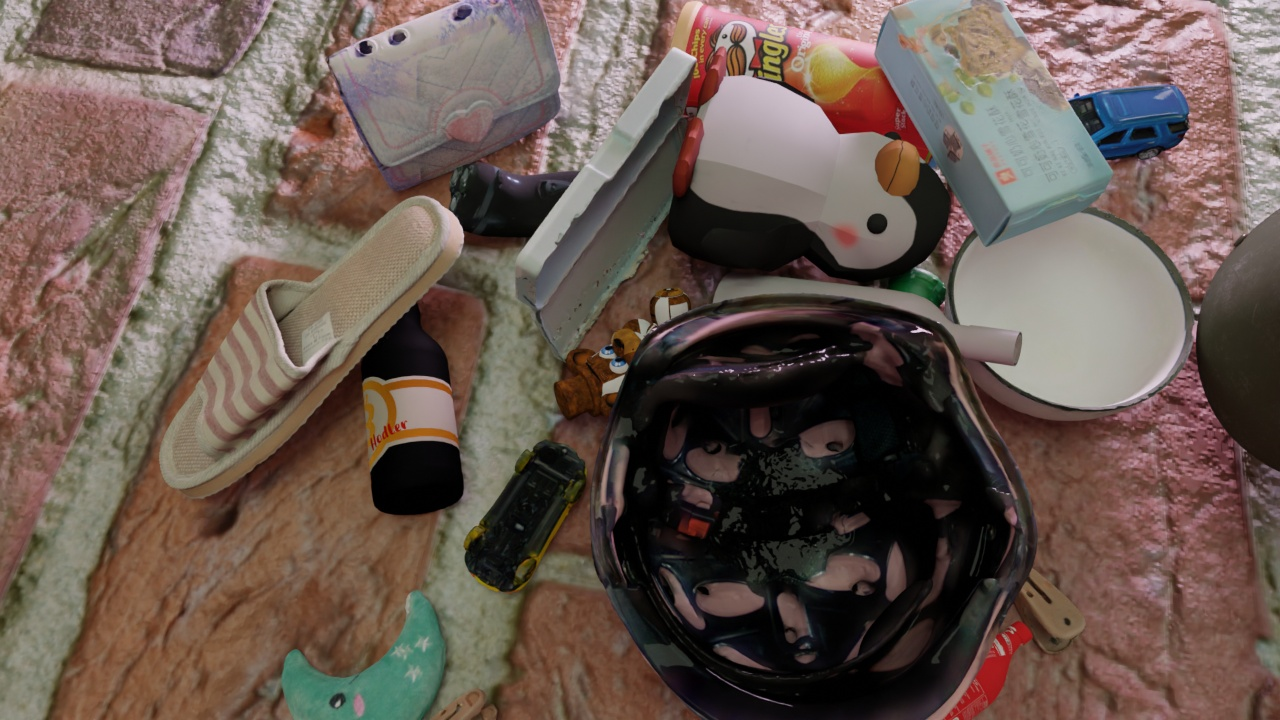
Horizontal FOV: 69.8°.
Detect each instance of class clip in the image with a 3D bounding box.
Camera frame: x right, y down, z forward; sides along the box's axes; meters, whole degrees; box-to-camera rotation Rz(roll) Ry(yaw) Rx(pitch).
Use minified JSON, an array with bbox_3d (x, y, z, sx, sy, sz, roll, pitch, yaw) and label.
[{"bbox_3d":[0.248,0.148,0.566,0.026,0.061,0.049,-20,93,-6],"label":"clip"},{"bbox_3d":[-0.115,0.222,0.552,0.061,0.049,0.026,-3,23,-29],"label":"clip"}]

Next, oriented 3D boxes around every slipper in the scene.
[{"bbox_3d":[-0.230,-0.017,0.618,0.263,0.052,0.115,-44,46,-1],"label":"slipper"}]

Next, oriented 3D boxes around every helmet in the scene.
[{"bbox_3d":[0.448,-0.020,0.562,0.267,0.154,0.227,-43,89,-16],"label":"helmet"},{"bbox_3d":[0.086,0.096,0.534,0.230,0.153,0.255,-9,67,-4],"label":"helmet"}]

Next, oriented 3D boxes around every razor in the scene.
[{"bbox_3d":[-0.074,-0.124,0.689,0.140,0.064,0.053,-2,68,-2],"label":"razor"}]

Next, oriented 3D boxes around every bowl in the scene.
[{"bbox_3d":[0.279,-0.025,0.622,0.153,0.073,0.153,-1,66,3],"label":"bowl"}]

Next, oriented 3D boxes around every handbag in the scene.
[{"bbox_3d":[-0.143,-0.207,0.696,0.158,0.127,0.069,-26,70,-10],"label":"handbag"}]

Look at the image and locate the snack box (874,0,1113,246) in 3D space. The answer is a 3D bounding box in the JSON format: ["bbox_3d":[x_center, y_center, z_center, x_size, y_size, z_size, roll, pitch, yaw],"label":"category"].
[{"bbox_3d":[0.231,-0.167,0.613,0.075,0.053,0.174,-20,70,-5],"label":"snack box"}]

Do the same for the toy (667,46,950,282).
[{"bbox_3d":[0.117,-0.111,0.642,0.184,0.140,0.158,16,59,3],"label":"toy"}]

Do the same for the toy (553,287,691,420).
[{"bbox_3d":[-0.004,0.004,0.629,0.112,0.067,0.087,-20,41,-19],"label":"toy"}]

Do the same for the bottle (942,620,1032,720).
[{"bbox_3d":[0.174,0.200,0.543,0.141,0.042,0.042,-32,68,-11],"label":"bottle"}]

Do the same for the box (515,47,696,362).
[{"bbox_3d":[-0.020,-0.107,0.639,0.044,0.136,0.196,28,70,16],"label":"box"}]

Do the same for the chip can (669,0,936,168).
[{"bbox_3d":[0.131,-0.212,0.706,0.213,0.087,0.086,15,67,8],"label":"chip can"}]

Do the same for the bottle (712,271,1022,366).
[{"bbox_3d":[0.144,-0.022,0.600,0.195,0.052,0.052,11,65,32],"label":"bottle"}]

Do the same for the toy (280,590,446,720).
[{"bbox_3d":[-0.170,0.199,0.569,0.105,0.033,0.085,-23,56,-6],"label":"toy"}]

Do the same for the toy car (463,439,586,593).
[{"bbox_3d":[-0.074,0.102,0.607,0.049,0.030,0.106,28,73,16],"label":"toy car"}]

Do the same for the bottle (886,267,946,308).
[{"bbox_3d":[0.176,-0.011,0.637,0.043,0.043,0.110,23,70,13],"label":"bottle"}]

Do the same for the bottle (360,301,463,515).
[{"bbox_3d":[-0.162,0.012,0.636,0.059,0.059,0.181,-12,66,-2],"label":"bottle"}]

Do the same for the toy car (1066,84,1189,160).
[{"bbox_3d":[0.358,-0.183,0.704,0.120,0.044,0.056,-9,66,0],"label":"toy car"}]
